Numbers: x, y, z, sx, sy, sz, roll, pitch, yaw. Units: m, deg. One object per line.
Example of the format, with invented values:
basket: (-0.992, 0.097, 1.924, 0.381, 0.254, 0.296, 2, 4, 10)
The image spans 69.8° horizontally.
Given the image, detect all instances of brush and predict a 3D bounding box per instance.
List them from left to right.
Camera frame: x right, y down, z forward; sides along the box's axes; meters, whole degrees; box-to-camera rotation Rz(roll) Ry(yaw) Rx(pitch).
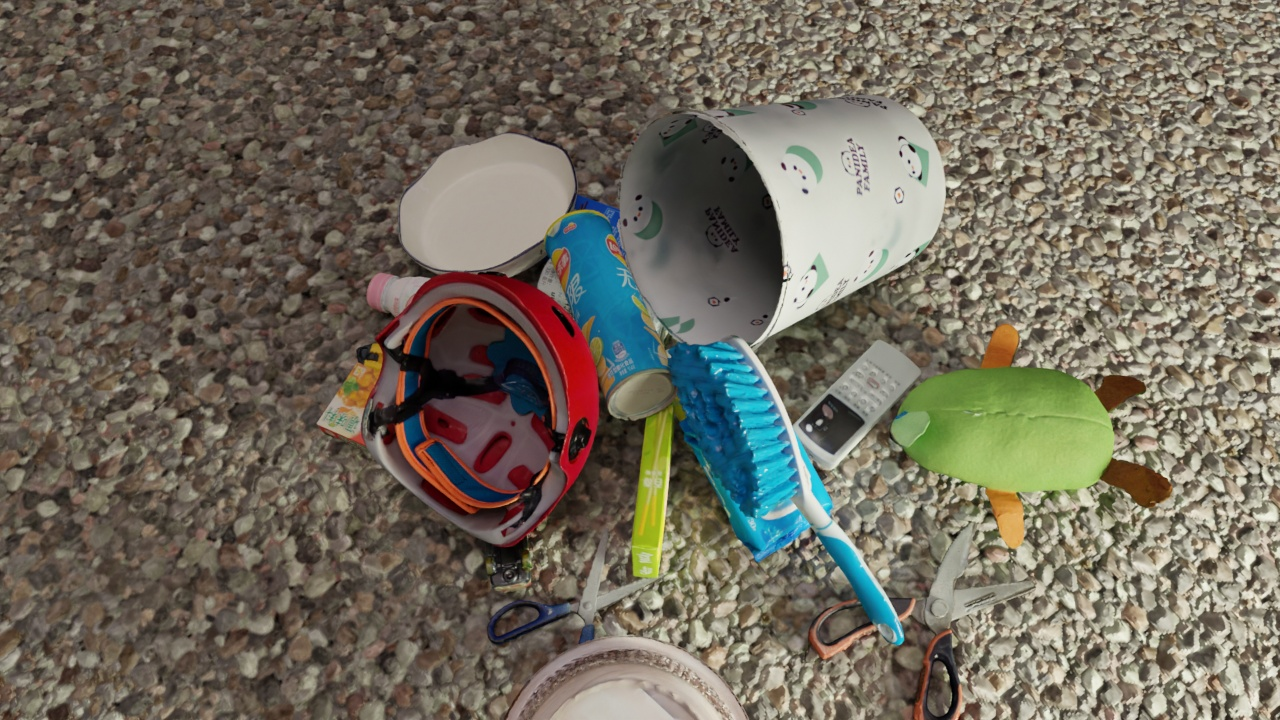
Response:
brush: (0.129, 0.116, 0.788, 0.109, 0.061, 0.314, -17, 80, -44)

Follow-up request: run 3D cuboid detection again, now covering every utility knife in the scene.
utility knife: (-0.194, 0.012, 0.953, 0.219, 0.015, 0.033, 11, 66, 7)

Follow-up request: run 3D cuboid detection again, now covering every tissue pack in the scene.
tissue pack: (0.109, 0.099, 0.853, 0.095, 0.052, 0.157, -29, 94, -12)

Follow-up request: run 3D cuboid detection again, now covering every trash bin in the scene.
trash bin: (-0.011, 0.311, 0.685, 0.227, 0.192, 0.227, 0, 67, -1)
trash bin: (0.145, -0.147, 0.890, 0.251, 0.230, 0.229, -21, 62, -32)

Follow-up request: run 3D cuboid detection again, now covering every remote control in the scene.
remote control: (0.217, 0.042, 0.924, 0.058, 0.021, 0.149, 41, 70, 20)

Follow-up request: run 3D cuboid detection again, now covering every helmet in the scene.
helmet: (-0.122, 0.025, 0.817, 0.207, 0.240, 0.143, 30, 27, 16)

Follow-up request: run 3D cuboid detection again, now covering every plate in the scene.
plate: (-0.164, -0.164, 1.008, 0.205, 0.046, 0.204, -6, 54, 8)

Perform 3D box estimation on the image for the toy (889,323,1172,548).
toy: (0.359, 0.066, 0.871, 0.247, 0.090, 0.226, 5, 62, 8)

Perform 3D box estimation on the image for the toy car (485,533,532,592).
toy car: (-0.124, 0.171, 0.858, 0.042, 0.035, 0.090, -9, 54, -4)

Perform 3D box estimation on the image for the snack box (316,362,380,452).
snack box: (-0.236, 0.065, 0.920, 0.156, 0.027, 0.076, 21, 65, 12)

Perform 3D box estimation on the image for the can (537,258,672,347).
can: (-0.033, -0.064, 0.965, 0.147, 0.058, 0.058, 21, 65, 12)

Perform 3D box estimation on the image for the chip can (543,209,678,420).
chip can: (-0.030, -0.047, 0.868, 0.071, 0.071, 0.210, -18, 55, -8)

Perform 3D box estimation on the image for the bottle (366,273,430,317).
bottle: (-0.191, -0.049, 0.959, 0.197, 0.068, 0.068, 15, 64, 13)

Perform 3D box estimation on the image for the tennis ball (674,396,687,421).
tennis ball: (0.064, 0.039, 0.904, 0.065, 0.065, 0.065, -1, 62, 1)

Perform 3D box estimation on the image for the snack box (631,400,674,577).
snack box: (0.013, 0.114, 0.852, 0.026, 0.086, 0.156, 5, 59, 5)

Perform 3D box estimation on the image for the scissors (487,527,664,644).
scissors: (-0.058, 0.235, 0.836, 0.162, 0.012, 0.175, -2, 60, 0)

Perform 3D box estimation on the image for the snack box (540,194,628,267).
snack box: (-0.034, -0.128, 1.015, 0.157, 0.026, 0.084, 21, 64, 12)

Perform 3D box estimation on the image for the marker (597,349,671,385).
marker: (-0.006, 0.006, 0.949, 0.130, 0.023, 0.018, -17, 27, -6)

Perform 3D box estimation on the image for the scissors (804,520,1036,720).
scissors: (0.253, 0.237, 0.826, 0.189, 0.015, 0.225, 15, 63, 9)
